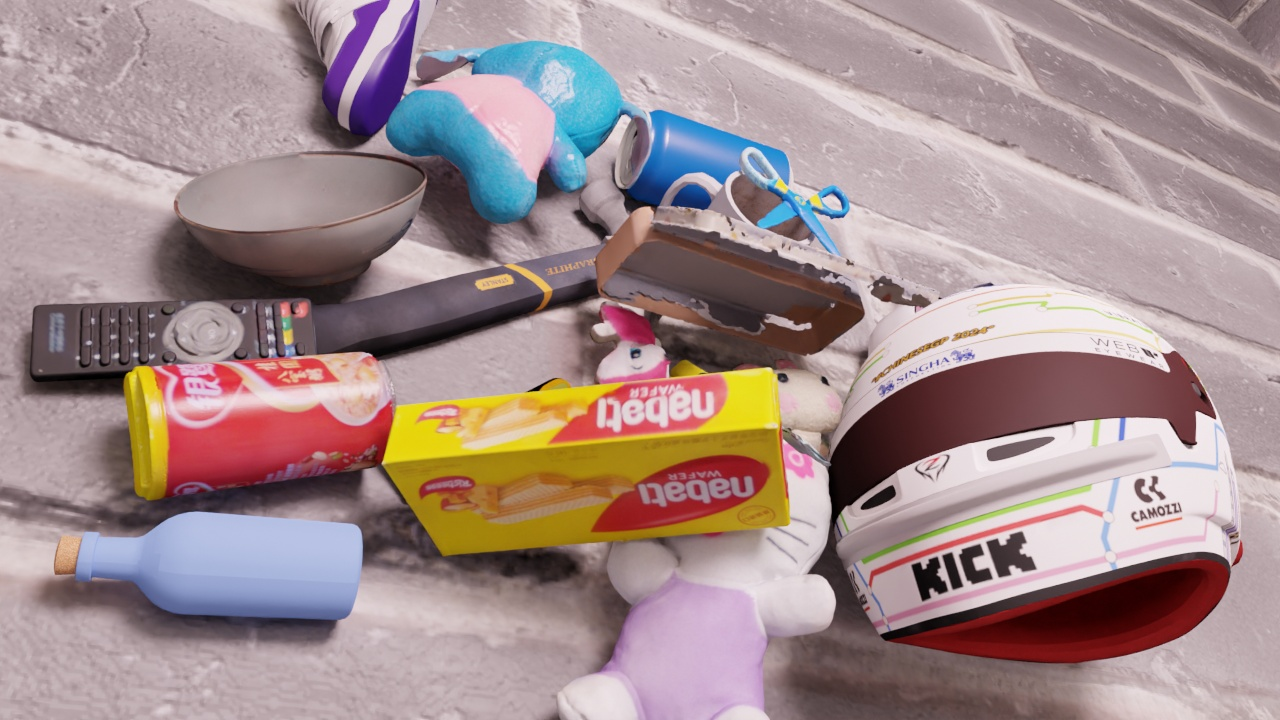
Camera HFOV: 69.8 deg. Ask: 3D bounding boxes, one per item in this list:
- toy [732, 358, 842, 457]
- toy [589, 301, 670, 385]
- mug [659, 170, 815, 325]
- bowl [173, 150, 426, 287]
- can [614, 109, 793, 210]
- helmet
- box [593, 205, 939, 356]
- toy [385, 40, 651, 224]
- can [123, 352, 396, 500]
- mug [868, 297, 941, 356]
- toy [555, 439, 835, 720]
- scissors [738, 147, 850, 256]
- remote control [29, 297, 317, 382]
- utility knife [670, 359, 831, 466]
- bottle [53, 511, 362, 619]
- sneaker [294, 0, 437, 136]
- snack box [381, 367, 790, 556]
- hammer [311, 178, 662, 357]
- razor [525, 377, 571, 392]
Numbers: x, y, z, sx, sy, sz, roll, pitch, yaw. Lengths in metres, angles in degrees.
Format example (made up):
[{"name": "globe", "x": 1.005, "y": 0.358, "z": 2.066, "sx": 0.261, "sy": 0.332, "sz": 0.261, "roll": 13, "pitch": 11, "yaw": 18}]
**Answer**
[{"name": "toy", "x": 0.115, "y": 0.036, "z": 0.697, "sx": 0.087, "sy": 0.050, "sz": 0.112, "roll": 6, "pitch": 44, "yaw": -27}, {"name": "toy", "x": -0.004, "y": 0.004, "z": 0.634, "sx": 0.065, "sy": 0.050, "sz": 0.102, "roll": 8, "pitch": 68, "yaw": -34}, {"name": "mug", "x": 0.068, "y": -0.102, "z": 0.751, "sx": 0.119, "sy": 0.097, "sz": 0.082, "roll": 39, "pitch": 43, "yaw": 4}, {"name": "bowl", "x": -0.207, "y": -0.085, "z": 0.580, "sx": 0.151, "sy": 0.057, "sz": 0.150, "roll": 0, "pitch": 30, "yaw": 0}, {"name": "can", "x": 0.058, "y": -0.167, "z": 0.815, "sx": 0.146, "sy": 0.079, "sz": 0.078, "roll": 12, "pitch": 47, "yaw": -22}, {"name": "helmet", "x": 0.242, "y": 0.065, "z": 0.595, "sx": 0.314, "sy": 0.232, "sz": 0.235, "roll": 24, "pitch": 48, "yaw": -44}, {"name": "box", "x": 0.090, "y": -0.059, "z": 0.660, "sx": 0.216, "sy": 0.157, "sz": 0.071, "roll": 14, "pitch": 80, "yaw": -30}, {"name": "toy", "x": -0.105, "y": -0.192, "z": 0.713, "sx": 0.224, "sy": 0.099, "sz": 0.190, "roll": 30, "pitch": 44, "yaw": 13}, {"name": "can", "x": -0.200, "y": 0.032, "z": 0.487, "sx": 0.124, "sy": 0.067, "sz": 0.066, "roll": -5, "pitch": 56, "yaw": -35}, {"name": "mug", "x": 0.255, "y": 0.003, "z": 0.788, "sx": 0.124, "sy": 0.076, "sz": 0.090, "roll": 28, "pitch": 43, "yaw": -8}, {"name": "toy", "x": 0.042, "y": 0.132, "z": 0.527, "sx": 0.138, "sy": 0.086, "sz": 0.208, "roll": 6, "pitch": 49, "yaw": 15}, {"name": "scissors", "x": 0.121, "y": -0.127, "z": 0.722, "sx": 0.130, "sy": 0.014, "sz": 0.125, "roll": 41, "pitch": 42, "yaw": 13}, {"name": "remote control", "x": -0.255, "y": -0.011, "z": 0.510, "sx": 0.140, "sy": 0.021, "sz": 0.045, "roll": -4, "pitch": 62, "yaw": -22}, {"name": "utility knife", "x": 0.063, "y": 0.031, "z": 0.579, "sx": 0.029, "sy": 0.020, "sz": 0.234, "roll": 45, "pitch": -3, "yaw": -18}, {"name": "bottle", "x": -0.204, "y": 0.098, "z": 0.440, "sx": 0.131, "sy": 0.048, "sz": 0.048, "roll": 10, "pitch": 48, "yaw": -25}, {"name": "sneaker", "x": -0.231, "y": -0.283, "z": 0.734, "sx": 0.111, "sy": 0.092, "sz": 0.243, "roll": 16, "pitch": 48, "yaw": -13}, {"name": "snack box", "x": -0.024, "y": 0.057, "z": 0.488, "sx": 0.201, "sy": 0.092, "sz": 0.042, "roll": -6, "pitch": 47, "yaw": 8}, {"name": "hammer", "x": -0.100, "y": -0.053, "z": 0.652, "sx": 0.311, "sy": 0.035, "sz": 0.139, "roll": -18, "pitch": 66, "yaw": -41}, {"name": "razor", "x": -0.096, "y": 0.039, "z": 0.579, "sx": 0.143, "sy": 0.021, "sz": 0.044, "roll": -24, "pitch": 92, "yaw": -43}]
